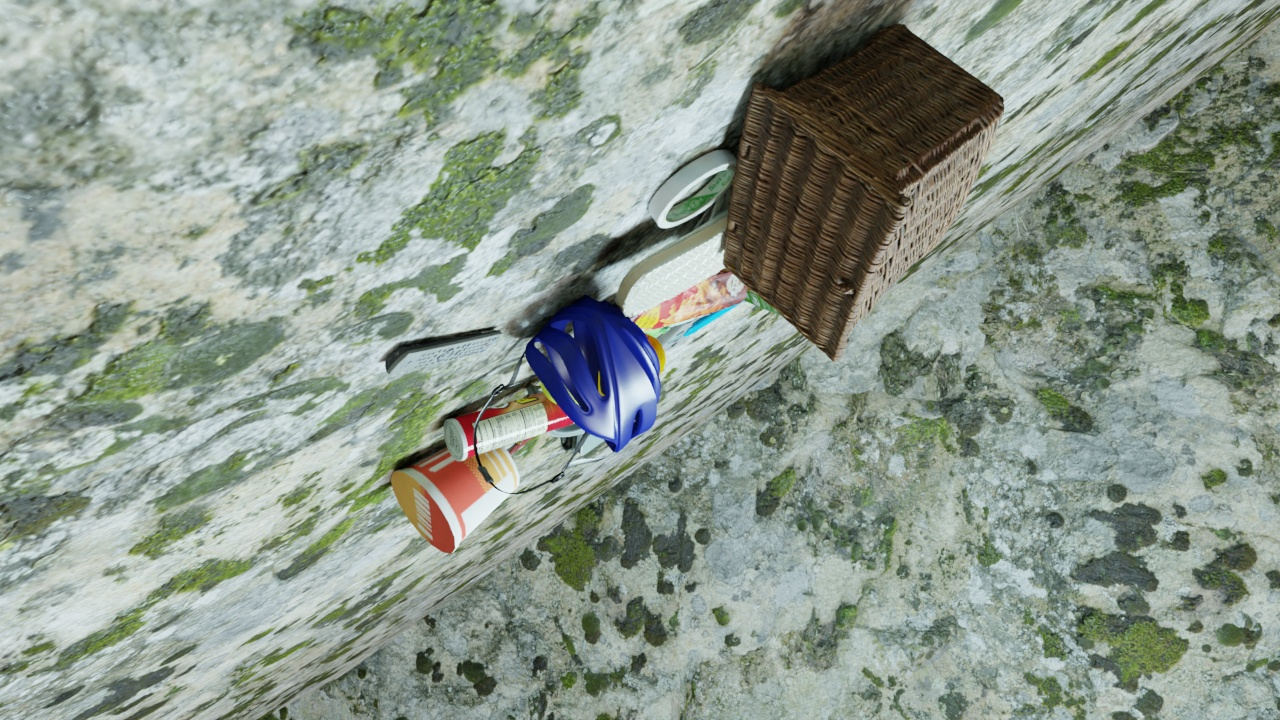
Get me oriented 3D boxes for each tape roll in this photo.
[{"bbox_3d":[0.050,-0.157,0.844,0.093,0.018,0.094,-33,169,-7],"label":"tape roll"}]

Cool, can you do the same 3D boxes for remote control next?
[{"bbox_3d":[-0.176,-0.009,0.832,0.033,0.013,0.136,-40,168,27],"label":"remote control"},{"bbox_3d":[0.075,-0.056,1.383,0.074,0.019,0.151,-25,166,-42],"label":"remote control"}]

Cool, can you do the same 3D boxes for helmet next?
[{"bbox_3d":[-0.084,0.043,0.973,0.227,0.147,0.242,-34,157,-9],"label":"helmet"}]

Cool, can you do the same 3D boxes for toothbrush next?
[{"bbox_3d":[-0.177,0.126,1.450,0.190,0.016,0.016,-40,168,29],"label":"toothbrush"}]

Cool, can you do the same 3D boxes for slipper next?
[{"bbox_3d":[0.076,-0.129,0.951,0.271,0.054,0.115,-33,167,-31],"label":"slipper"}]

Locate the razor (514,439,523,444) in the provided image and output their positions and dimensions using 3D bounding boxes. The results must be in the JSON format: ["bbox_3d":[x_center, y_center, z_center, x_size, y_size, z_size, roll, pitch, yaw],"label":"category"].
[{"bbox_3d":[-0.179,0.096,1.204,0.042,0.022,0.144,-29,-170,-21],"label":"razor"}]

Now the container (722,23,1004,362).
[{"bbox_3d":[0.200,-0.157,0.825,0.183,0.162,0.250,-38,159,-19],"label":"container"}]

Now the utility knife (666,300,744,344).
[{"bbox_3d":[0.107,-0.066,1.339,0.185,0.015,0.031,-33,164,-27],"label":"utility knife"}]

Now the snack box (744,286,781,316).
[{"bbox_3d":[0.209,-0.116,1.260,0.131,0.027,0.168,-31,-155,-13],"label":"snack box"}]

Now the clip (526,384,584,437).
[{"bbox_3d":[-0.127,0.080,1.241,0.115,0.028,0.163,-40,148,23],"label":"clip"}]

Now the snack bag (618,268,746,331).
[{"bbox_3d":[0.022,-0.070,1.123,0.207,0.066,0.139,-19,170,-25],"label":"snack bag"}]

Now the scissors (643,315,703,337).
[{"bbox_3d":[0.036,-0.048,1.275,0.175,0.032,0.093,-30,165,-12],"label":"scissors"}]

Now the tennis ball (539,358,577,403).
[{"bbox_3d":[-0.089,0.022,1.105,0.065,0.065,0.065,-33,170,-7],"label":"tennis ball"}]

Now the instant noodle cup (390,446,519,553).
[{"bbox_3d":[-0.232,0.161,1.181,0.120,0.123,0.124,-36,173,-34],"label":"instant noodle cup"}]

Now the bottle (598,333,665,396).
[{"bbox_3d":[-0.007,0.007,1.173,0.071,0.071,0.163,-37,-173,18],"label":"bottle"}]

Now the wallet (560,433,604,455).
[{"bbox_3d":[-0.066,0.082,1.422,0.131,0.054,0.101,-24,135,-48],"label":"wallet"}]

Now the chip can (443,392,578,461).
[{"bbox_3d":[-0.133,0.068,1.130,0.214,0.051,0.052,-16,162,-34],"label":"chip can"}]
